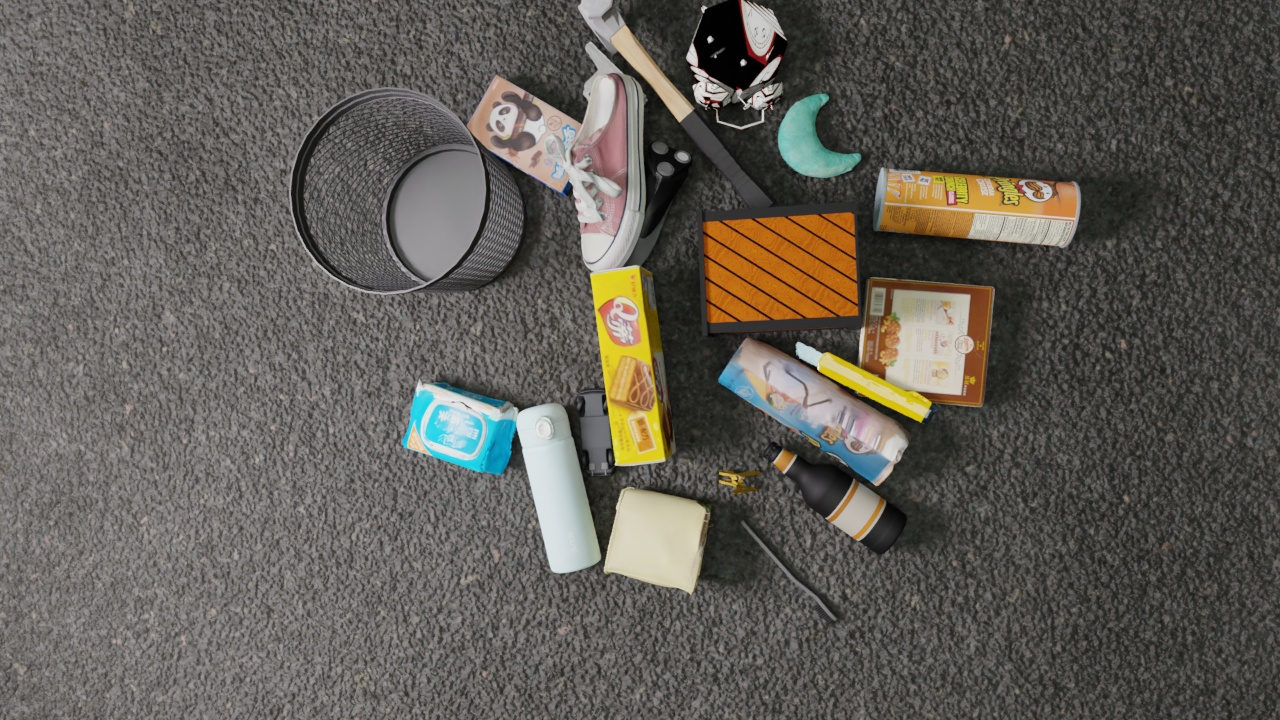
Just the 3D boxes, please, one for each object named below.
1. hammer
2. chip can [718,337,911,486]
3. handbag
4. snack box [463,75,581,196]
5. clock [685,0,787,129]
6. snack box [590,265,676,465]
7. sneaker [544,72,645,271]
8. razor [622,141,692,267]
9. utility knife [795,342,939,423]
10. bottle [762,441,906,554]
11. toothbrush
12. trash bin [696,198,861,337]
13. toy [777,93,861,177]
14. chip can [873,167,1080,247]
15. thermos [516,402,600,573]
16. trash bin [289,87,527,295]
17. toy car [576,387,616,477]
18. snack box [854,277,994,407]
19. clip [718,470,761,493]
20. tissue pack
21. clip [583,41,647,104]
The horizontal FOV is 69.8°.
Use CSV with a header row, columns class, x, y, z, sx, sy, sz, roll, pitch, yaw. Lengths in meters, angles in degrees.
class,x,y,z,sx,sy,sz,roll,pitch,yaw
hammer,0.046,-0.306,1.102,0.039,0.131,0.328,-41,95,6
chip can,0.207,0.056,1.097,0.229,0.079,0.080,33,95,6
handbag,0.025,0.220,1.127,0.119,0.081,0.111,11,85,9
snack box,-0.138,-0.284,1.159,0.151,0.034,0.087,31,94,5
clock,0.117,-0.352,1.091,0.114,0.065,0.154,-2,84,-8
snack box,-0.007,0.006,1.108,0.062,0.110,0.230,-8,90,9
sneaker,-0.052,-0.223,1.097,0.118,0.087,0.241,15,106,48
razor,0.011,-0.187,1.133,0.057,0.060,0.156,21,114,-4
utility knife,0.262,0.024,1.076,0.179,0.017,0.030,27,93,7
bottle,0.228,0.158,1.104,0.181,0.059,0.059,35,95,6
toothbrush,0.183,0.260,1.136,0.013,0.012,0.167,-43,85,14
trash bin,0.159,-0.101,1.067,0.172,0.139,0.139,-3,91,8
toy,0.210,-0.266,1.113,0.085,0.033,0.105,-28,86,-4
chip can,0.386,-0.178,1.067,0.215,0.075,0.075,6,92,8
thermos,-0.103,0.156,1.143,0.065,0.078,0.207,-13,92,-4
trash bin,-0.253,-0.180,1.080,0.218,0.227,0.218,0,91,8
toy car,-0.054,0.091,1.154,0.046,0.034,0.112,-4,91,8
snack box,0.337,-0.022,1.094,0.147,0.041,0.143,5,92,8
clip,0.121,0.144,1.129,0.049,0.054,0.045,48,118,28
tissue pack,-0.228,0.083,1.165,0.144,0.061,0.093,16,93,7
clip,-0.045,-0.345,1.142,0.058,0.050,0.102,-44,84,-6
